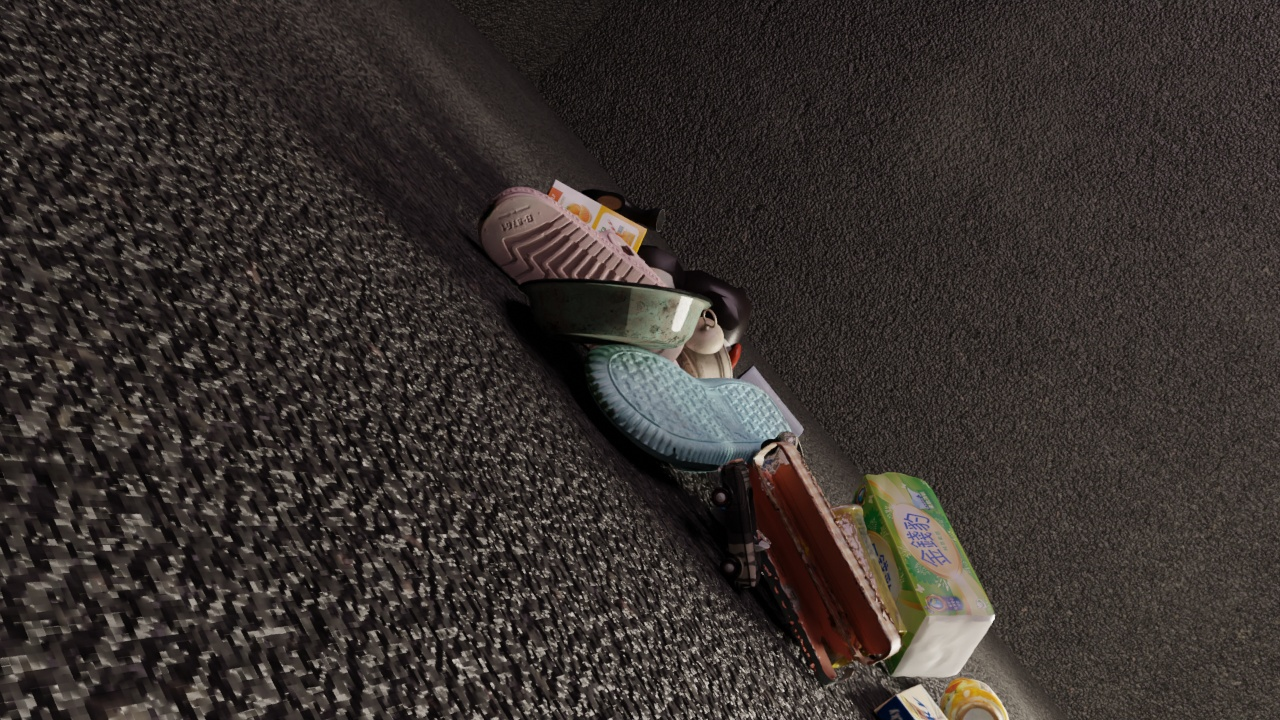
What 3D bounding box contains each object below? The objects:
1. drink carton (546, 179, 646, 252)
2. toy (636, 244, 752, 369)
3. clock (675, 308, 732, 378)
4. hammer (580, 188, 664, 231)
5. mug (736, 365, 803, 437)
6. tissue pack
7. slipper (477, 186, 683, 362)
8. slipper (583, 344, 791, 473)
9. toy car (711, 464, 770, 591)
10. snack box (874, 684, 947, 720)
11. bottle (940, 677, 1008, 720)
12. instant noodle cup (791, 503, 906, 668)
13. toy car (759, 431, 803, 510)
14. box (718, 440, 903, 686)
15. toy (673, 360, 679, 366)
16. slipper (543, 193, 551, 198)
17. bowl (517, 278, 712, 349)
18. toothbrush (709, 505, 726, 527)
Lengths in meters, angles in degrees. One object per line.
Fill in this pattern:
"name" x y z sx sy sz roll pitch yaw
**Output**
"drink carton" -0.063 -0.146 1.027 0.122 0.058 0.040 27 -18 -12
"toy" 0.037 -0.079 1.119 0.184 0.139 0.159 34 -23 -18
"clock" 0.055 -0.005 0.984 0.093 0.054 0.141 53 -32 25
"hammer" -0.012 -0.129 1.218 0.132 0.040 0.305 16 -18 17
"mug" 0.139 0.076 1.181 0.104 0.083 0.124 50 -18 3
"tissue pack" 0.250 0.218 0.954 0.141 0.120 0.197 3 32 -12
"slipper" -0.048 -0.077 0.843 0.239 0.094 0.064 39 18 -31
"slipper" 0.041 0.054 0.793 0.275 0.070 0.116 11 40 -52
"toy car" 0.077 0.123 0.687 0.040 0.037 0.092 18 65 -75
"snack box" 0.247 0.323 0.786 0.082 0.026 0.150 54 9 26
"bottle" 0.350 0.369 0.974 0.063 0.063 0.108 50 7 9
"instant noodle cup" 0.161 0.188 0.756 0.102 0.102 0.108 34 27 -57
"toy car" 0.111 0.113 0.777 0.041 0.112 0.048 13 -33 35
"box" 0.128 0.149 0.705 0.187 0.076 0.055 63 -18 21
"toy" 0.042 0.044 0.925 0.125 0.037 0.076 63 6 23
"slipper" -0.056 -0.084 0.952 0.221 0.056 0.106 53 6 -42
"bowl" -0.022 -0.034 0.743 0.157 0.038 0.157 5 -4 0
"toothbrush" 0.102 0.160 0.835 0.166 0.014 0.016 44 9 -51
